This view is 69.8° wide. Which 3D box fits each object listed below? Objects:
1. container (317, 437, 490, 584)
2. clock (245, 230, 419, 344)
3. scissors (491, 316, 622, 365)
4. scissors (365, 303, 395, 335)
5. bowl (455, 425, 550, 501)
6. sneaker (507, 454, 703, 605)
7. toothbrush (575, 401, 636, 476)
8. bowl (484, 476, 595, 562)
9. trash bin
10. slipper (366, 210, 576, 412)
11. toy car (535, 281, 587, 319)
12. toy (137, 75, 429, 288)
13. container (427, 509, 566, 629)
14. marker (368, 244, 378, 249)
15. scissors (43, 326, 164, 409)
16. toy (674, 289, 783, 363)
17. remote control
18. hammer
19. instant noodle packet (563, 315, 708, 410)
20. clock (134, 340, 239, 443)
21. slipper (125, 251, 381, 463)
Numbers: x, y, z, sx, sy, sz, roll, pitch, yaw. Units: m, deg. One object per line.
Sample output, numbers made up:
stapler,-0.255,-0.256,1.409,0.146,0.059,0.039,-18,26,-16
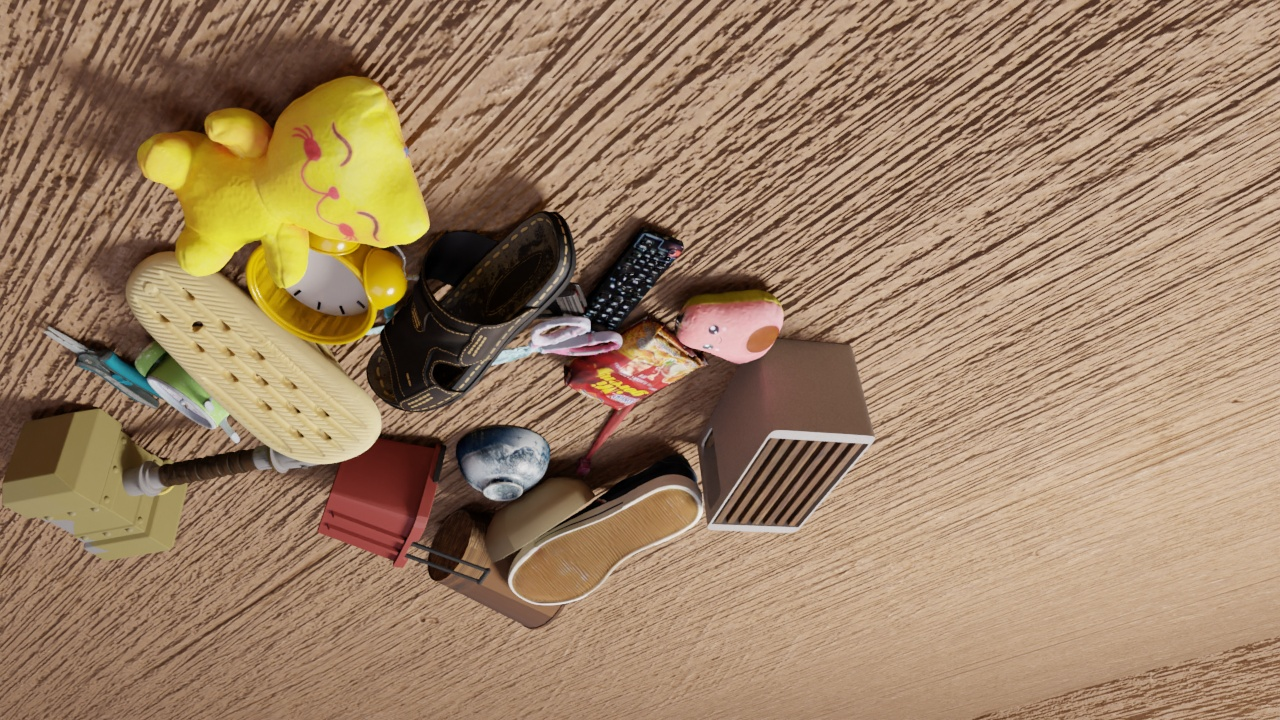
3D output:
container,-0.269,0.177,1.097,0.200,0.126,0.148,19,140,-15
clock,-0.268,-0.075,0.791,0.152,0.051,0.113,-26,122,30
scissors,-0.112,-0.018,0.907,0.179,0.016,0.103,-7,161,25
scissors,-0.223,-0.040,0.897,0.133,0.015,0.135,7,149,-14
bowl,-0.166,0.132,1.104,0.114,0.060,0.114,-3,144,-2
sneaker,-0.046,0.211,1.185,0.295,0.127,0.120,-35,114,17
toothbrush,-0.040,0.089,1.094,0.016,0.016,0.190,11,142,-21
bowl,-0.135,0.190,1.155,0.152,0.050,0.152,-33,178,-2
trash bin,0.154,0.092,1.036,0.114,0.114,0.229,5,144,-13
slipper,-0.165,-0.043,0.810,0.269,0.113,0.075,-35,148,28
toy car,-0.099,-0.055,0.855,0.092,0.037,0.040,0,147,14
toy,-0.261,-0.132,0.693,0.194,0.087,0.134,-12,115,7
container,-0.194,0.281,1.262,0.167,0.132,0.132,31,131,-32
marker,-0.269,-0.080,0.831,0.143,0.012,0.012,-32,137,32
scissors,-0.522,0.010,0.920,0.142,0.019,0.128,17,146,-17
toy,0.085,-0.034,0.904,0.110,0.051,0.090,5,142,-12
remote control,-0.017,-0.072,0.867,0.047,0.022,0.151,17,138,-27
hammer,-0.486,0.120,1.011,0.325,0.100,0.190,-11,144,8
instant noodle packet,-0.006,0.006,0.963,0.136,0.039,0.098,-28,146,28
clock,-0.446,0.025,0.908,0.119,0.042,0.094,26,151,14
slipper,-0.359,-0.005,0.869,0.111,0.079,0.261,-37,117,11
